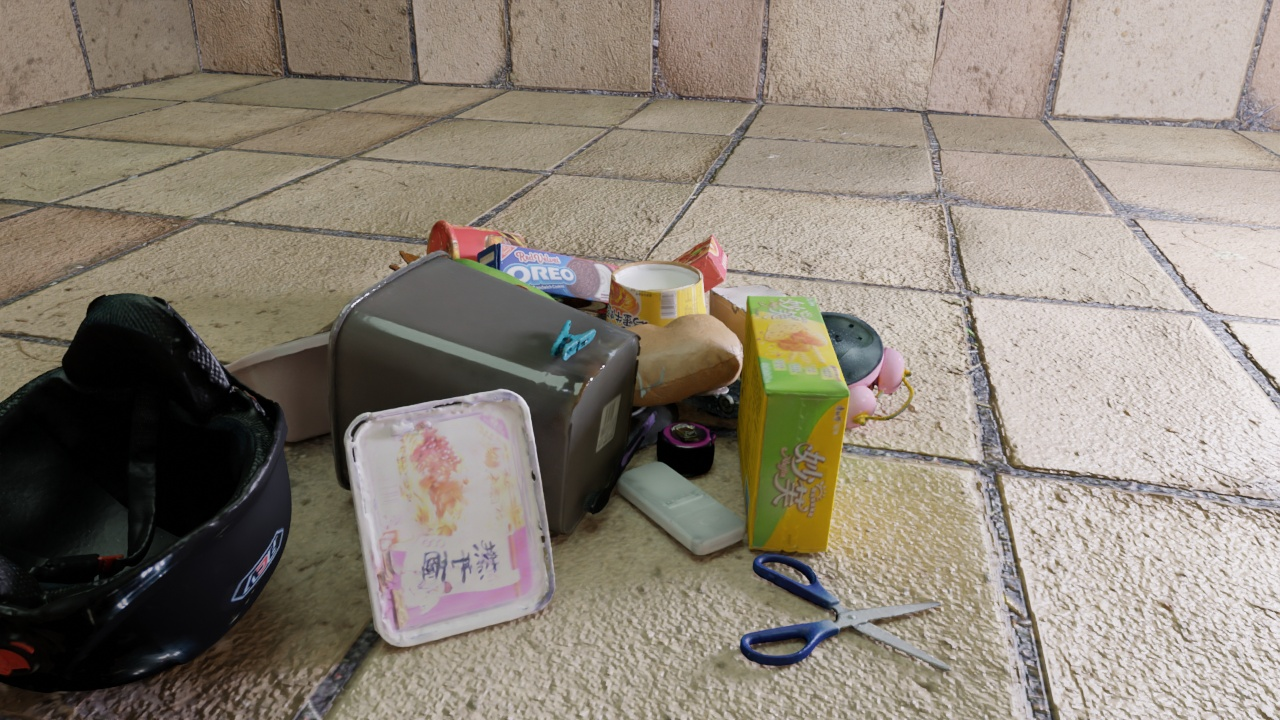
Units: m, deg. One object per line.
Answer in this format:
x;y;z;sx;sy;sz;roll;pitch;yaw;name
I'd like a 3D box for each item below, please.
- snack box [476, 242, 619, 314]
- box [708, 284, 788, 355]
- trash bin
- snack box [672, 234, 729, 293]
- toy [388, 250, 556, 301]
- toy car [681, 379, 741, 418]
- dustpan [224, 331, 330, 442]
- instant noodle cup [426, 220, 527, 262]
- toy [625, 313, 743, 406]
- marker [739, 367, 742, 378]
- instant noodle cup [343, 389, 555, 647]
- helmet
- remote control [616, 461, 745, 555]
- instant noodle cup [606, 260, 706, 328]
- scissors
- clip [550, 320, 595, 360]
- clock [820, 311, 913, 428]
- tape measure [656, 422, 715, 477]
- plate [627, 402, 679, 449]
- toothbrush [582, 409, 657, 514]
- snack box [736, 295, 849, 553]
-0.104;-0.101;1.166;0.207;0.057;0.058;8;-13;-35;snack box
0.145;-0.051;1.139;0.089;0.059;0.184;-5;17;-13;box
-0.131;0.033;0.831;0.220;0.199;0.198;15;30;15;trash bin
0.059;-0.112;1.225;0.113;0.044;0.127;-32;14;18;snack box
-0.171;-0.056;1.048;0.246;0.089;0.227;24;-17;-15;toy
0.078;0.036;0.995;0.121;0.037;0.054;19;32;35;toy car
-0.330;-0.022;0.987;0.222;0.139;0.273;-19;32;-34;dustpan
-0.212;-0.114;1.203;0.108;0.138;0.138;-4;25;-28;instant noodle cup
-0.006;0.006;0.948;0.226;0.082;0.143;-11;14;-6;toy
0.180;0.019;1.055;0.132;0.020;0.022;7;31;13;marker
-0.145;0.114;0.697;0.137;0.173;0.060;-10;6;-21;instant noodle cup
-0.355;0.105;0.615;0.275;0.231;0.232;8;41;17;helmet
0.033;0.129;0.815;0.055;0.020;0.136;-14;27;-31;remote control
0.018;-0.052;1.095;0.138;0.110;0.137;0;25;0;instant noodle cup
0.145;0.194;0.694;0.162;0.012;0.176;-16;31;-34;scissors
-0.058;-0.016;0.754;0.038;0.013;0.055;20;28;11;clip
0.217;0.014;0.989;0.158;0.060;0.117;28;56;34;clock
0.044;0.084;0.889;0.057;0.039;0.058;-8;27;-19;tape measure
-0.047;0.048;0.982;0.179;0.024;0.179;1;26;-1;plate
-0.015;0.091;0.861;0.017;0.014;0.188;-13;19;25;toothbrush
0.130;0.049;0.828;0.070;0.158;0.209;2;25;2;snack box
